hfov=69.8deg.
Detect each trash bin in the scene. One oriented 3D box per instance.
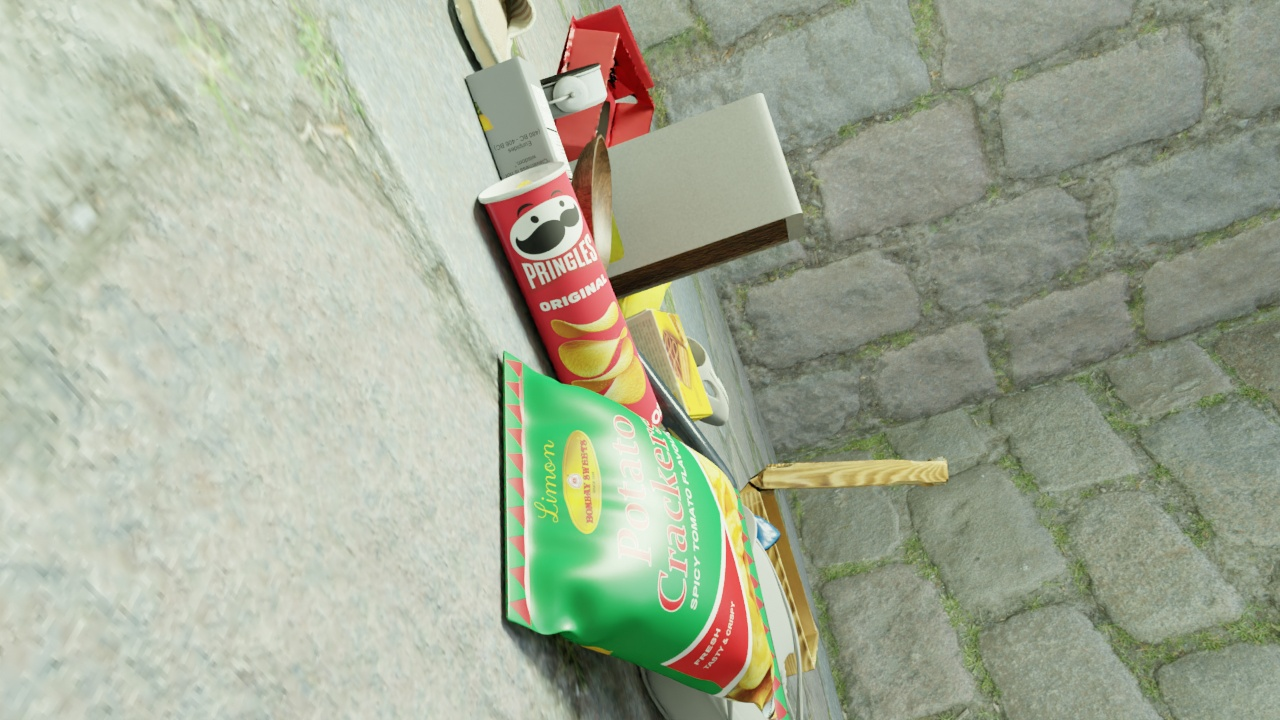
[{"bbox_3d":[0.028,-0.146,0.882,0.114,0.229,0.114,18,55,-78],"label":"trash bin"}]

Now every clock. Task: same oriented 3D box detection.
[{"bbox_3d":[-0.081,-0.250,0.870,0.122,0.095,0.035,-72,147,-65],"label":"clock"}]

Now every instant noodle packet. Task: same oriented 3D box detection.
[{"bbox_3d":[0.006,0.120,0.613,0.252,0.090,0.195,34,33,-36],"label":"instant noodle packet"}]

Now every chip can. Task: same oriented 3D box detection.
[{"bbox_3d":[-0.050,-0.038,0.715,0.069,0.069,0.221,-86,157,-66],"label":"chip can"}]

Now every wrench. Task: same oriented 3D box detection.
[{"bbox_3d":[-0.005,0.005,0.788,0.273,0.022,0.073,54,-17,6],"label":"wrench"}]

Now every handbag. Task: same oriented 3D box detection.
[{"bbox_3d":[0.097,0.255,0.778,0.223,0.096,0.215,60,33,-22],"label":"handbag"}]

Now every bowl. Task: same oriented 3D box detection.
[{"bbox_3d":[-0.043,-0.128,0.761,0.102,0.026,0.114,48,42,-80],"label":"bowl"}]

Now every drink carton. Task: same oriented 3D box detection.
[{"bbox_3d":[-0.097,-0.186,0.781,0.076,0.048,0.125,-58,129,-78],"label":"drink carton"}]

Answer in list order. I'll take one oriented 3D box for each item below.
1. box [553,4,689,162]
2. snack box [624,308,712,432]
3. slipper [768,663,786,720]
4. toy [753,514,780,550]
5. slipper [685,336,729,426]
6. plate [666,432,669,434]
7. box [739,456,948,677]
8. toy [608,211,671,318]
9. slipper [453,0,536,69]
[{"bbox_3d":[-0.002,-0.274,1.032,0.213,0.153,0.164,30,75,-78],"label":"box"},{"bbox_3d":[0.005,0.016,0.852,0.061,0.084,0.105,2,67,-63],"label":"snack box"},{"bbox_3d":[0.088,0.283,0.915,0.112,0.074,0.247,34,-28,51],"label":"slipper"},{"bbox_3d":[0.054,0.152,0.978,0.176,0.112,0.071,53,-30,7],"label":"toy"},{"bbox_3d":[0.042,0.008,1.021,0.080,0.113,0.265,-68,156,-6],"label":"slipper"},{"bbox_3d":[0.004,0.084,0.906,0.134,0.011,0.134,45,31,-37],"label":"plate"},{"bbox_3d":[0.261,0.234,1.247,0.279,0.335,0.286,28,43,-74],"label":"box"},{"bbox_3d":[-0.004,-0.104,1.079,0.134,0.092,0.207,58,28,-64],"label":"toy"},{"bbox_3d":[-0.137,-0.356,0.867,0.262,0.052,0.115,-98,168,-46],"label":"slipper"}]
